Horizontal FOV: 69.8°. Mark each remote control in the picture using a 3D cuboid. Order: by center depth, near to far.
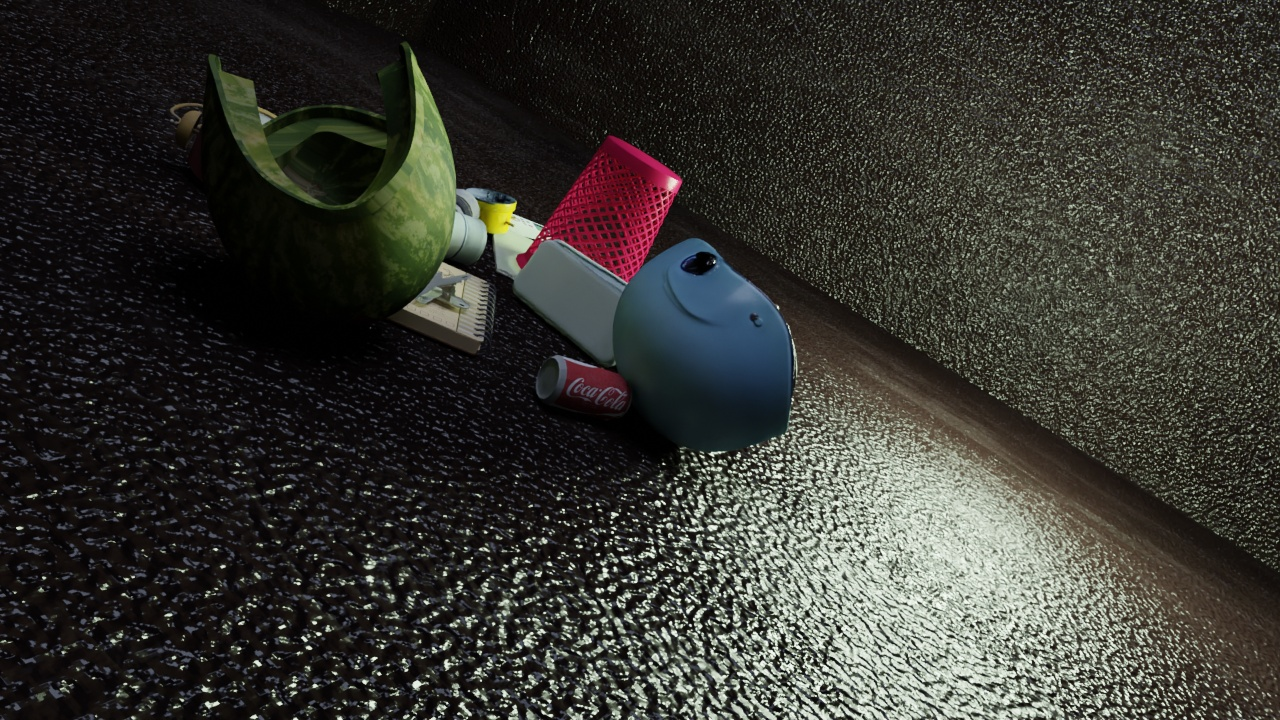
[{"bbox_3d":[-0.219,-0.233,1.572,0.143,0.024,0.049,18,19,-29],"label":"remote control"}]

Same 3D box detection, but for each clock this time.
[{"bbox_3d":[-0.467,-0.240,1.055,0.159,0.081,0.116,39,27,-2],"label":"clock"},{"bbox_3d":[-0.256,-0.243,1.466,0.118,0.057,0.083,12,22,-9],"label":"clock"}]

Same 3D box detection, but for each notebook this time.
[{"bbox_3d":[-0.247,-0.080,1.055,0.167,0.024,0.225,24,17,-15],"label":"notebook"},{"bbox_3d":[-0.150,-0.145,1.449,0.182,0.010,0.252,23,17,-20],"label":"notebook"}]

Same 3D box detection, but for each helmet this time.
[{"bbox_3d":[-0.277,-0.151,0.837,0.213,0.243,0.248,-12,-9,-18],"label":"helmet"},{"bbox_3d":[0.055,-0.014,1.044,0.166,0.226,0.265,-17,47,-17],"label":"helmet"}]

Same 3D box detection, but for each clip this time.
[{"bbox_3d":[-0.213,-0.081,1.018,0.054,0.038,0.101,12,19,-6],"label":"clip"}]

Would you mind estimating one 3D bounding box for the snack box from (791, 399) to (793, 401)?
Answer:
[{"bbox_3d":[0.134,-0.022,1.320,0.208,0.057,0.104,53,8,-22],"label":"snack box"}]

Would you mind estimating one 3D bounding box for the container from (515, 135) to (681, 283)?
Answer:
[{"bbox_3d":[-0.050,-0.203,1.365,0.183,0.226,0.183,30,16,-10],"label":"container"}]

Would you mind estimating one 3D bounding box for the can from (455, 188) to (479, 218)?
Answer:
[{"bbox_3d":[-0.275,-0.216,1.350,0.064,0.064,0.127,27,16,-8],"label":"can"}]

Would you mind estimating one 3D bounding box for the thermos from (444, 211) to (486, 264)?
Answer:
[{"bbox_3d":[-0.308,-0.181,1.183,0.229,0.068,0.068,14,22,-44],"label":"thermos"}]

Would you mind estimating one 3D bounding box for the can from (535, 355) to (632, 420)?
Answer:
[{"bbox_3d":[-0.059,0.031,0.982,0.096,0.054,0.054,18,19,-35],"label":"can"}]

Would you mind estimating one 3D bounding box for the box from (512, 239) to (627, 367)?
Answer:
[{"bbox_3d":[-0.082,-0.073,1.204,0.216,0.108,0.109,33,43,26],"label":"box"}]
